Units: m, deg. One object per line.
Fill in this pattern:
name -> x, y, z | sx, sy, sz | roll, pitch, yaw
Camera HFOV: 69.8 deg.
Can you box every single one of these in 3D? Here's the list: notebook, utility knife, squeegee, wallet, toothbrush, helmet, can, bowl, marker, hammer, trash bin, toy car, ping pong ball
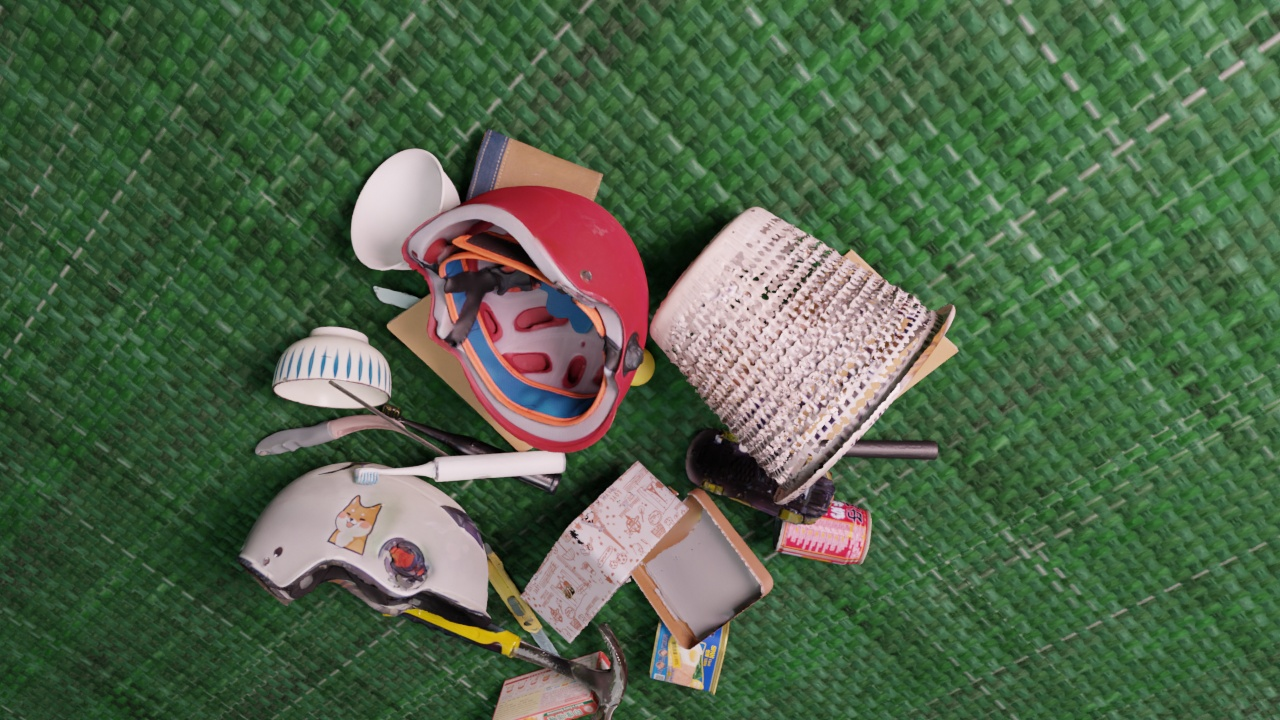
notebook -> -0.141, 0.001, 0.949 | 0.148, 0.008, 0.207 | -30, 116, 29
utility knife -> -0.151, 0.305, 1.147 | 0.031, 0.021, 0.207 | -16, 121, 24
squeegee -> -0.334, 0.081, 1.015 | 0.250, 0.040, 0.247 | -7, 149, 27
wallet -> -0.101, -0.156, 0.855 | 0.115, 0.033, 0.090 | 20, 124, -4
toothbrush -> -0.190, 0.114, 0.978 | 0.220, 0.026, 0.027 | -2, 154, -19
helmet -> -0.078, -0.050, 0.817 | 0.207, 0.143, 0.240 | 10, 130, 30
can -> 0.194, 0.182, 0.987 | 0.094, 0.066, 0.067 | 11, 121, 3
bowl -> -0.316, 0.005, 0.950 | 0.116, 0.066, 0.116 | 0, 163, 0
marker -> 0.239, 0.091, 0.942 | 0.132, 0.022, 0.020 | 2, 89, -2
helmet -> -0.288, 0.196, 1.012 | 0.274, 0.156, 0.231 | 11, 158, -11
can -> 0.059, 0.348, 1.113 | 0.083, 0.057, 0.102 | 11, 121, 5
utility knife -> -0.175, -0.043, 0.939 | 0.204, 0.018, 0.034 | 15, 129, -1
hammer -> -0.168, 0.341, 1.121 | 0.323, 0.032, 0.126 | 18, 89, 12
trash bin -> 0.124, -0.019, 0.803 | 0.192, 0.226, 0.228 | 41, 119, 6
toy car -> 0.123, 0.119, 0.956 | 0.158, 0.042, 0.070 | 20, 87, 17
notebook -> 0.184, 0.007, 0.919 | 0.149, 0.012, 0.212 | 40, 118, -13
toothbrush -> -0.189, 0.097, 1.021 | 0.212, 0.026, 0.027 | 24, 131, -5
ping pong ball -> -0.006, 0.005, 0.929 | 0.040, 0.040, 0.040 | 4, 121, 6
bowl -> -0.206, -0.130, 0.859 | 0.118, 0.118, 0.064 | -30, 150, 23

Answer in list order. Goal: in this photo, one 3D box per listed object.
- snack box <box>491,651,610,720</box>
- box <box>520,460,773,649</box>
snack box -> -0.116, 0.428, 1.174 | 0.156, 0.076, 0.027 | -23, 114, 21
box -> 0.008, 0.239, 0.974 | 0.193, 0.156, 0.184 | 43, 137, 10
